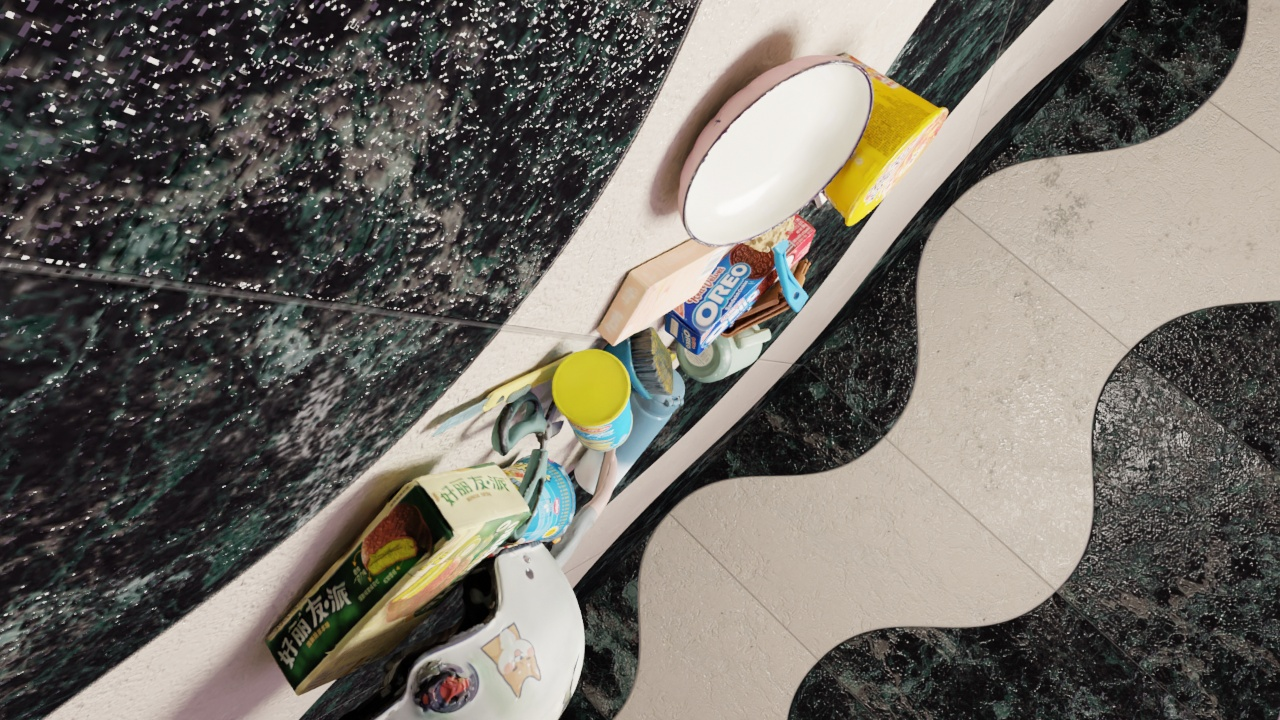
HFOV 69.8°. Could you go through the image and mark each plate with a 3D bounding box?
[{"bbox_3d":[0.106,-0.177,0.766,0.192,0.039,0.193,-29,154,-15],"label":"plate"}]

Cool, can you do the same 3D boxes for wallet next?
[{"bbox_3d":[0.159,-0.085,1.176,0.108,0.031,0.131,-24,-160,30],"label":"wallet"}]

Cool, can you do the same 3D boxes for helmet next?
[{"bbox_3d":[-0.155,0.307,0.872,0.273,0.157,0.231,-48,-177,-29],"label":"helmet"}]

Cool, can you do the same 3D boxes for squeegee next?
[{"bbox_3d":[-0.064,0.173,1.088,0.248,0.040,0.248,-60,170,-48],"label":"squeegee"}]

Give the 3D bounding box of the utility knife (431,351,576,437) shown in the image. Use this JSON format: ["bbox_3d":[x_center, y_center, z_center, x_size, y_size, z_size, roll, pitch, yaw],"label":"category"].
[{"bbox_3d":[-0.113,0.025,0.818,0.211,0.022,0.031,-22,151,-53],"label":"utility knife"}]

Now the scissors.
[{"bbox_3d":[-0.110,0.082,0.882,0.181,0.019,0.169,74,31,-57],"label":"scissors"}]

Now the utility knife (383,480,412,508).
[{"bbox_3d":[-0.235,0.163,0.834,0.033,0.015,0.171,-28,159,-49],"label":"utility knife"}]

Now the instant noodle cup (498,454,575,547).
[{"bbox_3d":[-0.139,0.154,0.967,0.099,0.099,0.109,-51,159,22],"label":"instant noodle cup"}]

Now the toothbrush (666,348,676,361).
[{"bbox_3d":[0.011,-0.008,1.114,0.016,0.016,0.190,-48,166,11],"label":"toothbrush"}]

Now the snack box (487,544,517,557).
[{"bbox_3d":[-0.168,0.213,1.069,0.027,0.077,0.156,-44,167,-10],"label":"snack box"}]

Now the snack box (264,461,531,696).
[{"bbox_3d":[-0.213,0.191,0.805,0.241,0.063,0.114,-46,162,22],"label":"snack box"}]

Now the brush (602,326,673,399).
[{"bbox_3d":[-0.006,0.006,0.983,0.073,0.055,0.144,-6,163,9],"label":"brush"}]

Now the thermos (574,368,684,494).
[{"bbox_3d":[-0.015,0.093,1.225,0.070,0.070,0.221,-31,161,-51],"label":"thermos"}]

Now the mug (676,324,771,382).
[{"bbox_3d":[0.114,-0.021,1.216,0.112,0.082,0.106,-12,-175,33],"label":"mug"}]

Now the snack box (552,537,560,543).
[{"bbox_3d":[-0.127,0.182,1.110,0.026,0.075,0.154,-44,167,-11],"label":"snack box"}]

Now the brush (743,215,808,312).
[{"bbox_3d":[0.149,-0.120,0.996,0.083,0.046,0.255,-55,151,-9],"label":"brush"}]

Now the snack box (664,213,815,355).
[{"bbox_3d":[0.119,-0.096,1.096,0.207,0.057,0.058,-42,164,-17],"label":"snack box"}]

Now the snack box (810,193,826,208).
[{"bbox_3d":[0.217,-0.231,1.006,0.113,0.053,0.125,-48,167,9],"label":"snack box"}]

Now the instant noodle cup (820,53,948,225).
[{"bbox_3d":[0.205,-0.216,0.880,0.138,0.110,0.138,-44,167,-13],"label":"instant noodle cup"}]

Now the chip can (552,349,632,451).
[{"bbox_3d":[-0.043,0.046,0.928,0.071,0.071,0.210,-45,171,-8],"label":"chip can"}]

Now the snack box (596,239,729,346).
[{"bbox_3d":[0.026,-0.076,0.918,0.156,0.026,0.085,-33,162,-47],"label":"snack box"}]
